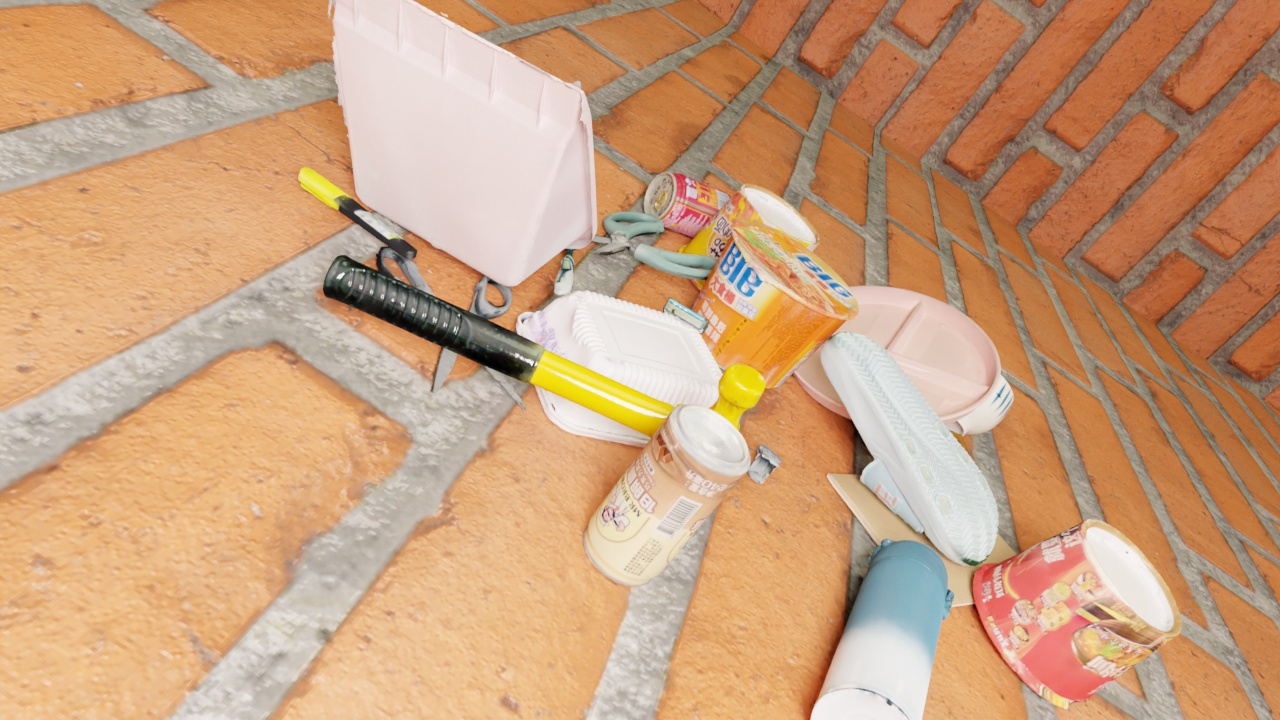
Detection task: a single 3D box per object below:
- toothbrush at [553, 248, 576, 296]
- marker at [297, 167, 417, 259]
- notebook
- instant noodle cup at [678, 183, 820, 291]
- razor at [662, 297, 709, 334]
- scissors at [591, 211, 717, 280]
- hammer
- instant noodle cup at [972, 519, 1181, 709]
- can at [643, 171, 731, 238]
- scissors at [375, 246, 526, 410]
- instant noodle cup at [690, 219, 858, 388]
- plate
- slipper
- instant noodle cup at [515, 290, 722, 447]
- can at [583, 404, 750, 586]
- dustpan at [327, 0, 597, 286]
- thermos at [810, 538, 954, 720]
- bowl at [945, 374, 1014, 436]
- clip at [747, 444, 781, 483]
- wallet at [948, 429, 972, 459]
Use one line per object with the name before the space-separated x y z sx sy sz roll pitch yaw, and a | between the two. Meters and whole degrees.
toothbrush | -0.067 -0.090 0.833 0.016 0.018 0.191 0 20 -2
marker | -0.223 -0.114 0.721 0.124 0.015 0.018 36 30 14
notebook | 0.282 0.165 0.866 0.211 0.012 0.149 8 37 -41
instant noodle cup | 0.129 -0.125 1.041 0.138 0.110 0.137 27 30 -17
razor | 0.038 -0.040 0.871 0.043 0.028 0.132 27 5 -3
scissors | 0.003 -0.131 0.990 0.170 0.019 0.180 10 28 -17
hammer | -0.073 0.004 0.627 0.301 0.129 0.032 25 33 -2
instant noodle cup | 0.371 0.206 0.777 0.138 0.109 0.137 27 36 -21
can | 0.058 -0.184 1.101 0.093 0.067 0.066 14 34 -34
scissors | -0.141 -0.030 0.697 0.159 0.014 0.180 32 29 -7
instant noodle cup | 0.124 -0.051 0.916 0.151 0.112 0.151 26 29 -16
plate | 0.267 -0.005 0.991 0.229 0.028 0.229 1 40 -1
slipper | 0.237 0.085 0.850 0.103 0.074 0.245 -19 73 -49
instant noodle cup | -0.004 0.004 0.747 0.173 0.060 0.138 13 35 -34
can | 0.015 0.086 0.577 0.058 0.117 0.058 26 30 -16
dustpan | -0.126 -0.184 0.739 0.222 0.274 0.138 33 48 9
thermos | 0.176 0.195 0.641 0.070 0.070 0.219 40 28 9
bowl | 0.359 0.046 1.055 0.116 0.117 0.066 36 72 1
clip | 0.109 0.085 0.788 0.024 0.027 0.056 41 18 7
wallet | 0.296 0.084 0.981 0.130 0.035 0.118 27 31 -11
